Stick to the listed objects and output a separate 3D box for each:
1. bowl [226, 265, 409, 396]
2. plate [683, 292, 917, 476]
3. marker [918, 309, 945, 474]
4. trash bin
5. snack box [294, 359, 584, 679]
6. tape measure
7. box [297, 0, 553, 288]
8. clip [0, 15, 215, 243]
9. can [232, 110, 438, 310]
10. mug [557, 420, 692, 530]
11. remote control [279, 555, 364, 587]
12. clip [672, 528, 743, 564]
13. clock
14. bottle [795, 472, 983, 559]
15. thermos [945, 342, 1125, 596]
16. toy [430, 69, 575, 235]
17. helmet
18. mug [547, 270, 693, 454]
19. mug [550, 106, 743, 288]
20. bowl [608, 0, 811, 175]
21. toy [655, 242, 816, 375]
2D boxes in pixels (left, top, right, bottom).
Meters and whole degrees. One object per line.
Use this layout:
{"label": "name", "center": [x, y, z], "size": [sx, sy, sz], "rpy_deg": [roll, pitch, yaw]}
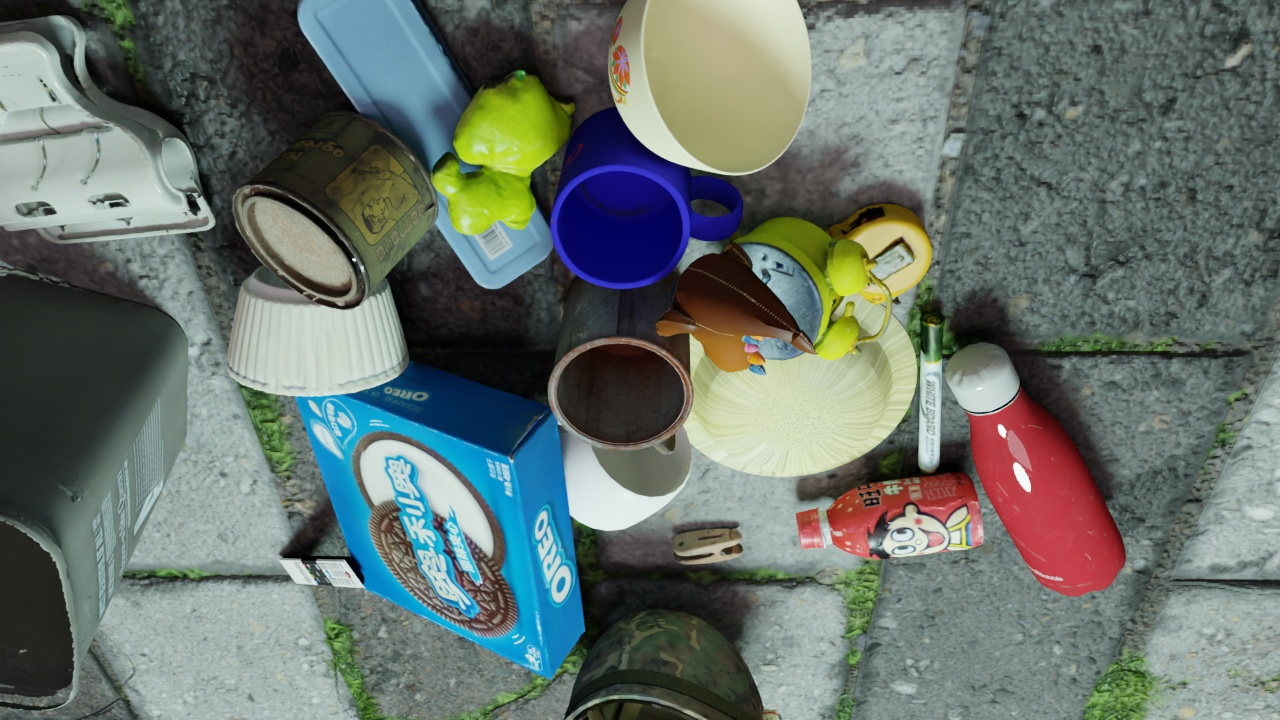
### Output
{"label": "bowl", "center": [-0.211, -0.028, 0.601], "size": [0.115, 0.115, 0.062], "rpy_deg": [4, 112, -1]}
{"label": "plate", "center": [0.111, 0.030, 0.670], "size": [0.184, 0.036, 0.185], "rpy_deg": [1, 127, 1]}
{"label": "marker", "center": [0.214, 0.027, 0.676], "size": [0.017, 0.017, 0.147], "rpy_deg": [-7, 127, 7]}
{"label": "trash bin", "center": [-0.423, 0.071, 0.609], "size": [0.197, 0.219, 0.198], "rpy_deg": [15, 126, -9]}
{"label": "snack box", "center": [-0.144, 0.110, 0.679], "size": [0.196, 0.056, 0.239], "rpy_deg": [17, 132, 24]}
{"label": "tape measure", "center": [0.159, -0.070, 0.597], "size": [0.059, 0.030, 0.068], "rpy_deg": [-35, 119, 27]}
{"label": "box", "center": [-0.125, -0.142, 0.563], "size": [0.067, 0.052, 0.210], "rpy_deg": [-32, 124, -2]}
{"label": "clip", "center": [-0.347, -0.127, 0.552], "size": [0.125, 0.089, 0.151], "rpy_deg": [-6, 137, 3]}
{"label": "can", "center": [-0.176, -0.086, 0.533], "size": [0.090, 0.074, 0.090], "rpy_deg": [21, 144, 16]}
{"label": "mug", "center": [-0.026, 0.068, 0.661], "size": [0.115, 0.094, 0.068], "rpy_deg": [22, 142, -23]}
{"label": "remote control", "center": [-0.270, 0.177, 0.779], "size": [0.124, 0.011, 0.028], "rpy_deg": [-12, 114, 45]}
{"label": "clip", "center": [0.058, 0.159, 0.779], "size": [0.061, 0.025, 0.049], "rpy_deg": [-37, 122, 18]}
{"label": "clock", "center": [0.099, -0.042, 0.578], "size": [0.119, 0.056, 0.083], "rpy_deg": [21, 131, 26]}
{"label": "bottle", "center": [0.193, 0.126, 0.723], "size": [0.138, 0.061, 0.062], "rpy_deg": [-10, 126, 9]}
{"label": "thermos", "center": [0.287, 0.080, 0.677], "size": [0.073, 0.073, 0.240], "rpy_deg": [-27, 121, 20]}
{"label": "toy", "center": [-0.080, -0.122, 0.541], "size": [0.094, 0.036, 0.094], "rpy_deg": [-17, 120, -33]}
{"label": "helmet", "center": [0.025, 0.341, 0.779], "size": [0.193, 0.235, 0.224], "rpy_deg": [-15, 114, 19]}
{"label": "mug", "center": [-0.004, 0.003, 0.612], "size": [0.096, 0.110, 0.123], "rpy_deg": [-15, 125, 19]}
{"label": "mug", "center": [0.006, -0.097, 0.549], "size": [0.111, 0.083, 0.079], "rpy_deg": [6, 127, -2]}
{"label": "bowl", "center": [0.026, -0.159, 0.502], "size": [0.074, 0.117, 0.118], "rpy_deg": [8, 144, 53]}
{"label": "toy", "center": [0.063, -0.016, 0.536], "size": [0.070, 0.103, 0.090], "rpy_deg": [-47, 147, -15]}
